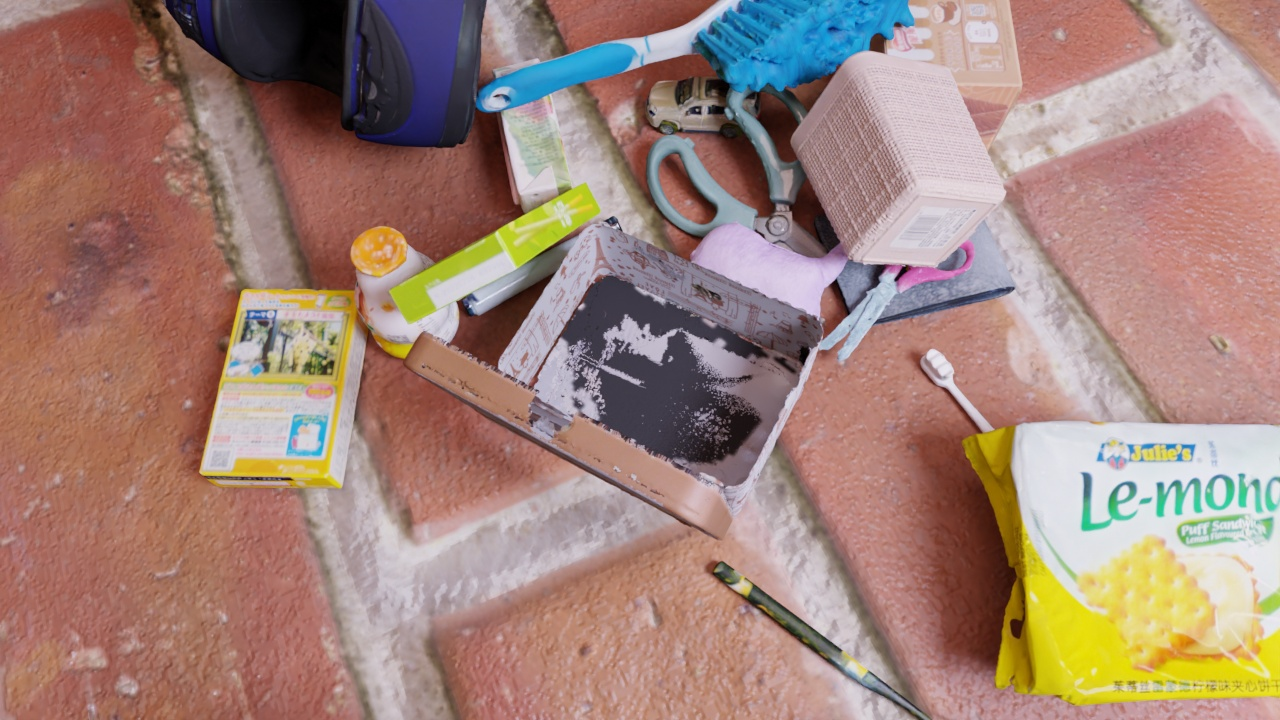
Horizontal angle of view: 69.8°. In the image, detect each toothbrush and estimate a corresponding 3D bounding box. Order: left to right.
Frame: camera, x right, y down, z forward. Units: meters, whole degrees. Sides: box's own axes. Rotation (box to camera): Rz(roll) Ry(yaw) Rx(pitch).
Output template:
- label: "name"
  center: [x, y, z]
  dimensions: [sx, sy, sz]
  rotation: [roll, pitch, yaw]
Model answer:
- label: "toothbrush"
  center: [0.119, 0.183, 0.553]
  dimensions: [0.186, 0.012, 0.017]
  rotation: [35, 83, 16]
- label: "toothbrush"
  center: [0.244, 0.064, 0.598]
  dimensions: [0.016, 0.016, 0.180]
  rotation: [-32, 70, -8]

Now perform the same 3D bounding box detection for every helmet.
- label: "helmet"
  center: [-0.228, -0.302, 0.650]
  dimensions: [0.240, 0.248, 0.314]
  rotation: [6, 56, -15]

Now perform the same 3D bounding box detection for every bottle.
- label: "bottle"
  center: [-0.160, -0.046, 0.614]
  dimensions: [0.063, 0.108, 0.063]
  rotation: [-1, 65, 1]

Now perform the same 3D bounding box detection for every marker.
- label: "marker"
  center: [-0.070, -0.069, 0.669]
  dimensions: [0.130, 0.023, 0.018]
  rotation: [-31, 102, -12]

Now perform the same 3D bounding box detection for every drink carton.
- label: "drink carton"
  center: [-0.081, -0.162, 0.693]
  dimensions: [0.045, 0.053, 0.122]
  rotation: [-13, 66, -2]

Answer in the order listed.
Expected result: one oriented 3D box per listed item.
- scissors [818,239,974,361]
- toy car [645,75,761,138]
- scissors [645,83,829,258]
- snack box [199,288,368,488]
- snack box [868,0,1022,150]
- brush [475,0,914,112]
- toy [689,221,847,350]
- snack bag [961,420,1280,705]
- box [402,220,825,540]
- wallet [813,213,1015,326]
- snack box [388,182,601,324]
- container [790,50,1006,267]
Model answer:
- label: "scissors"
  center: [0.166, -0.055, 0.640]
  dimensions: [0.137, 0.017, 0.072]
  rotation: [-40, 67, -8]
- label: "toy car"
  center: [0.049, -0.201, 0.716]
  dimensions: [0.090, 0.035, 0.042]
  rotation: [2, 65, 6]
- label: "scissors"
  center: [0.071, -0.115, 0.676]
  dimensions: [0.161, 0.019, 0.179]
  rotation: [-18, 82, 11]
- label: "snack box"
  center: [-0.241, 0.018, 0.631]
  dimensions: [0.087, 0.034, 0.140]
  rotation: [0, 68, 2]
- label: "snack box"
  center: [0.222, -0.218, 0.692]
  dimensions: [0.094, 0.077, 0.092]
  rotation: [2, 66, 2]
- label: "brush"
  center: [0.041, -0.221, 0.650]
  dimensions: [0.314, 0.060, 0.109]
  rotation: [-27, 53, -6]
- label: "toy"
  center: [0.086, -0.060, 0.645]
  dimensions: [0.108, 0.039, 0.084]
  rotation: [23, 92, 16]
- label: "snack bag"
  center: [0.319, 0.118, 0.535]
  dimensions: [0.246, 0.068, 0.157]
  rotation: [1, 67, -3]
- label: "box"
  center: [0.004, -0.004, 0.549]
  dimensions: [0.180, 0.217, 0.157]
  rotation: [26, 81, 15]
- label: "wallet"
  center: [0.196, -0.078, 0.665]
  dimensions: [0.121, 0.019, 0.097]
  rotation: [-13, 64, -2]
- label: "snack box"
  center: [-0.088, -0.073, 0.596]
  dimensions: [0.086, 0.156, 0.026]
  rotation: [-24, 102, 24]
- label: "container"
  center: [0.170, -0.127, 0.606]
  dimensions: [0.089, 0.090, 0.110]
  rotation: [0, 58, -26]
